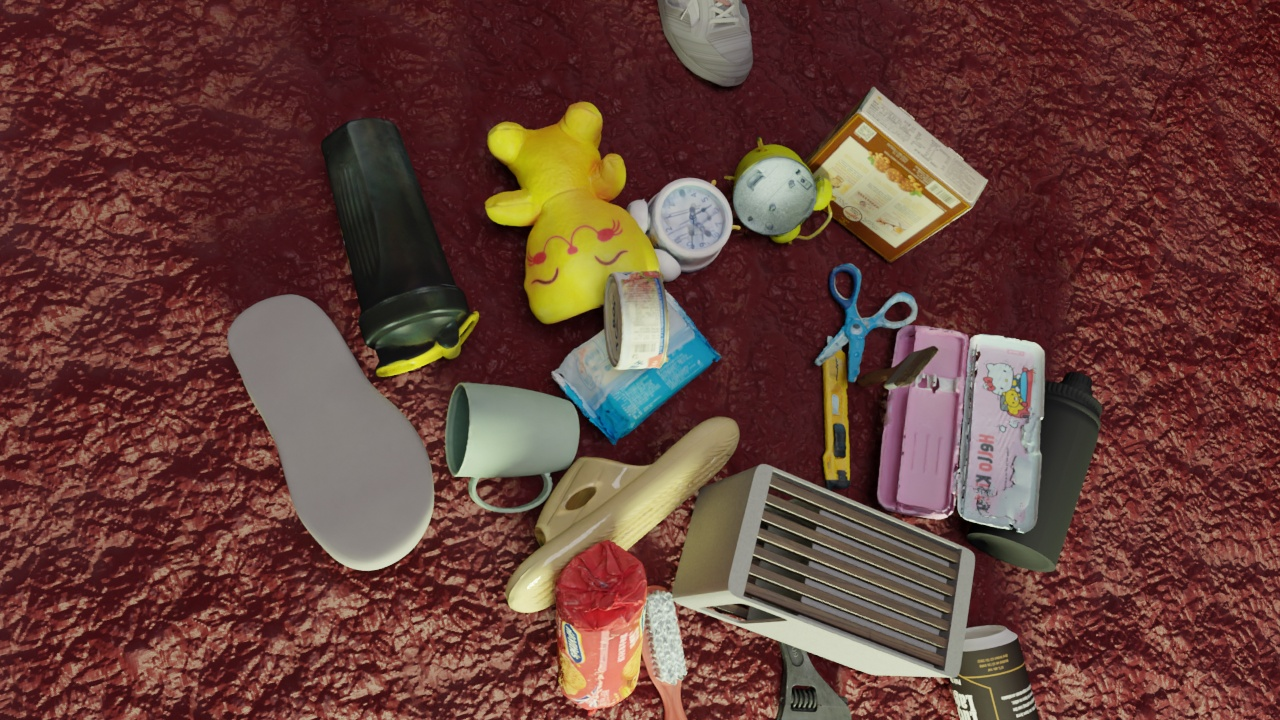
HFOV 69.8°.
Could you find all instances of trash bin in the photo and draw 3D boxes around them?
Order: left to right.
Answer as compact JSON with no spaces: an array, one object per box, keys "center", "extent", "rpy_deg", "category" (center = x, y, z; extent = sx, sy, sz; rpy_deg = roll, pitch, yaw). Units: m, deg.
[{"center":[0.164,0.195,0.828],"extent":[0.228,0.115,0.114],"rpy_deg":[23,66,-14],"category":"trash bin"}]

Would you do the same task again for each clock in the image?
[{"center":[0.034,-0.128,0.910],"extent":[0.125,0.052,0.089],"rpy_deg":[-28,88,-15],"category":"clock"},{"center":[0.143,-0.165,0.928],"extent":[0.119,0.057,0.083],"rpy_deg":[36,115,-19],"category":"clock"}]

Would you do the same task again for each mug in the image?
[{"center":[-0.113,0.079,0.812],"extent":[0.104,0.084,0.111],"rpy_deg":[6,83,-25],"category":"mug"}]

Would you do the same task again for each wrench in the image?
[{"center":[0.136,0.244,0.879],"extent":[0.073,0.018,0.273],"rpy_deg":[-14,81,-17],"category":"wrench"}]

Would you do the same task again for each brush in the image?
[{"center":[0.028,0.292,0.833],"extent":[0.041,0.030,0.172],"rpy_deg":[-9,82,-16],"category":"brush"},{"center":[0.240,0.012,0.885],"extent":[0.008,0.143,0.045],"rpy_deg":[43,80,-2],"category":"brush"}]

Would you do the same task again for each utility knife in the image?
[{"center":[0.198,0.053,0.935],"extent":[0.030,0.017,0.159],"rpy_deg":[6,74,-23],"category":"utility knife"}]

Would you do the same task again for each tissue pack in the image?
[{"center":[-0.005,0.005,0.865],"extent":[0.144,0.062,0.093],"rpy_deg":[-38,85,-21],"category":"tissue pack"}]

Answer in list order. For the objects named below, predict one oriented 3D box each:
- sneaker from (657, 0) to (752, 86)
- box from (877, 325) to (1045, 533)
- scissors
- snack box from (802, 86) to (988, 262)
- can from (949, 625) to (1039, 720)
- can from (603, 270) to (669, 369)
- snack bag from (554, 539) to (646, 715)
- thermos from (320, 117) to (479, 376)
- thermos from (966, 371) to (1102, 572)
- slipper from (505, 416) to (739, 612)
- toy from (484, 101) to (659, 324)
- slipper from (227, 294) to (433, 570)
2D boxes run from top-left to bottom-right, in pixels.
[{"center":[0.069,-0.407,0.953],"extent":[0.099,0.090,0.236],"rpy_deg":[-16,83,-17],"category":"sneaker"},{"center":[0.322,0.064,0.918],"extent":[0.153,0.037,0.201],"rpy_deg":[9,69,10],"category":"box"},{"center":[0.216,-0.044,0.951],"extent":[0.139,0.013,0.118],"rpy_deg":[-40,77,-15],"category":"scissors"},{"center":[0.244,-0.180,0.924],"extent":[0.143,0.147,0.041],"rpy_deg":[37,66,-4],"category":"snack box"},{"center":[0.342,0.327,0.886],"extent":[0.071,0.072,0.128],"rpy_deg":[-10,82,-17],"category":"can"},{"center":[-0.004,-0.035,0.797],"extent":[0.043,0.086,0.086],"rpy_deg":[-3,80,-12],"category":"can"},{"center":[-0.036,0.221,0.762],"extent":[0.082,0.177,0.082],"rpy_deg":[2,44,-2],"category":"snack bag"},{"center":[-0.218,-0.102,0.817],"extent":[0.098,0.098,0.220],"rpy_deg":[-15,78,-17],"category":"thermos"},{"center":[0.410,0.107,0.941],"extent":[0.086,0.086,0.198],"rpy_deg":[29,73,-8],"category":"thermos"},{"center":[-0.024,0.122,0.824],"extent":[0.261,0.111,0.079],"rpy_deg":[-35,64,-19],"category":"slipper"},{"center":[-0.070,-0.136,0.863],"extent":[0.134,0.087,0.193],"rpy_deg":[-20,83,0],"category":"toy"},{"center":[-0.264,0.064,0.785],"extent":[0.112,0.081,0.266],"rpy_deg":[-29,70,-24],"category":"slipper"}]
